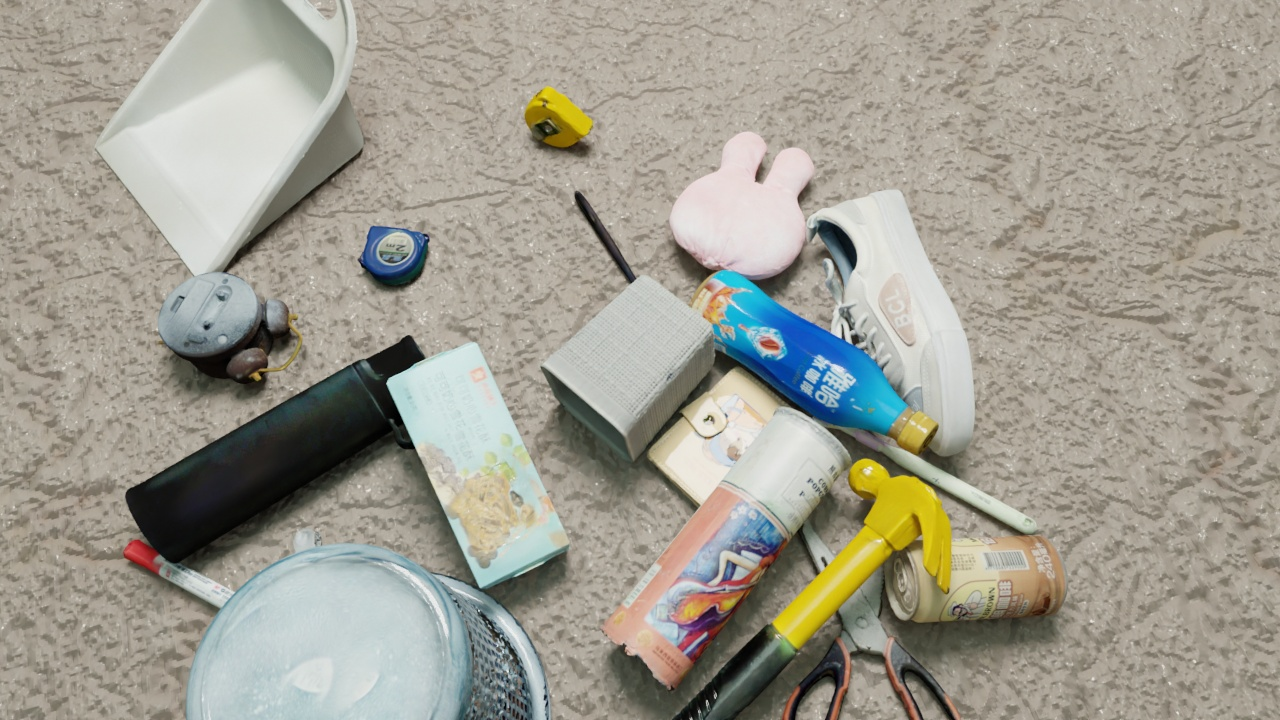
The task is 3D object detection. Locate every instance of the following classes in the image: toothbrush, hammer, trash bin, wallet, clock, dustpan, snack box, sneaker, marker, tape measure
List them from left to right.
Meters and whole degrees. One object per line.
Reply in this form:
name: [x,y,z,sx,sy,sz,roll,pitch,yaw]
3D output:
marker: [-0.337,0.176,0.708,0.145,0.017,0.017,23,67,12]
clock: [-0.349,-0.025,0.785,0.122,0.055,0.081,17,65,9]
dustpan: [-0.377,-0.249,0.850,0.257,0.143,0.222,-38,69,-17]
trash bin: [-0.172,0.214,0.574,0.226,0.195,0.226,1,60,-2]
tape measure: [-0.224,-0.095,0.833,0.058,0.025,0.054,7,66,9]
snack box: [-0.123,0.079,0.700,0.074,0.052,0.175,-25,87,-10]
tape measure: [-0.083,-0.228,0.875,0.060,0.057,0.028,38,61,-25]
toothbrush: [-0.014,-0.089,0.829,0.018,0.016,0.181,-27,67,-18]
wallet: [0.070,0.065,0.748,0.115,0.024,0.087,-42,75,-16]
hammer: [0.099,0.195,0.641,0.300,0.129,0.033,-44,113,-4]
sneaker: [0.198,-0.033,0.755,0.091,0.090,0.242,-11,63,-2]
toothbrush: [0.226,0.085,0.733,0.189,0.020,0.029,30,61,15]

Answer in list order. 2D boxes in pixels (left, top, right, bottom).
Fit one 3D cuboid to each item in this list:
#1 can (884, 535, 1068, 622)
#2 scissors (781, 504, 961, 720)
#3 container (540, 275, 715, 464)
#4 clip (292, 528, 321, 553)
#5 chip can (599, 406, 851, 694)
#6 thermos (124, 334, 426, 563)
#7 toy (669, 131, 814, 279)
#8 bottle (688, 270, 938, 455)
can: [0.243,0.158,0.667,0.116,0.059,0.058,-1,63,-8]
scissors: [0.166,0.217,0.673,0.189,0.015,0.226,28,68,15]
container: [-0.004,0.004,0.736,0.090,0.090,0.114,39,76,18]
clip: [-0.258,0.157,0.713,0.027,0.043,0.058,-12,56,-1]
chip can: [0.064,0.136,0.676,0.071,0.071,0.214,37,75,18]
thermos: [-0.269,0.073,0.726,0.242,0.068,0.090,-32,62,-13]
toy: [0.098,-0.140,0.830,0.121,0.054,0.159,24,62,11]
bottle: [0.135,0.003,0.732,0.219,0.065,0.065,35,69,28]
